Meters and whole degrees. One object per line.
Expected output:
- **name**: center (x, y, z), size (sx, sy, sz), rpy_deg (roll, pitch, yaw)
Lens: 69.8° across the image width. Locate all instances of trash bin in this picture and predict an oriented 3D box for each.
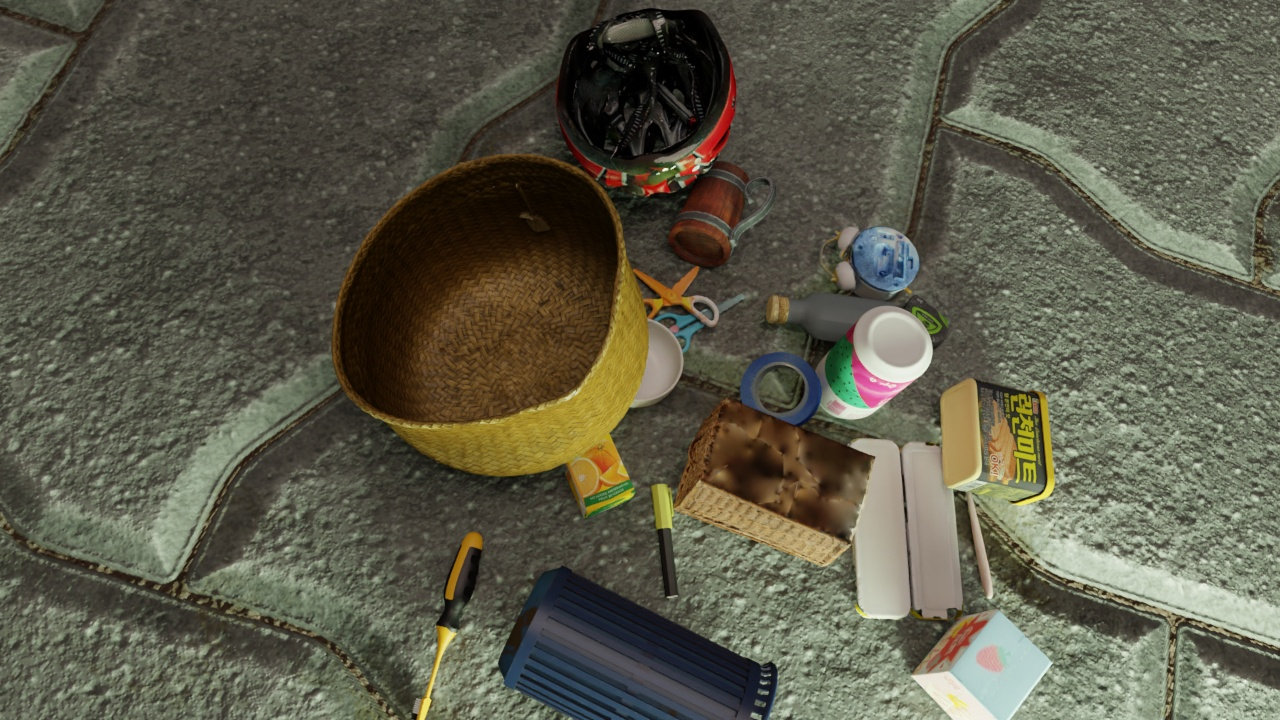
- **trash bin**: center (-0.007, 0.310, 0.908), size (0.249, 0.139, 0.139), rpy_deg (26, 68, 3)

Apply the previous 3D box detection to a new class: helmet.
- **helmet**: center (0.010, -0.308, 1.122), size (0.217, 0.167, 0.271), rpy_deg (-8, 58, 9)

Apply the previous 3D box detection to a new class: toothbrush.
- **toothbrush**: center (-0.199, 0.274, 0.950), size (0.031, 0.031, 0.196), rpy_deg (5, 69, 27)
- **toothbrush**: center (0.396, 0.188, 1.081), size (0.018, 0.016, 0.181), rpy_deg (2, 68, -14)

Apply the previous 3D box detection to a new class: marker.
- **marker**: center (0.029, 0.199, 1.019), size (0.021, 0.017, 0.123), rpy_deg (-3, 71, -10)

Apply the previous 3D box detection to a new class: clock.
- **clock**: center (0.288, -0.124, 1.163), size (0.125, 0.052, 0.088), rpy_deg (13, 69, -4)

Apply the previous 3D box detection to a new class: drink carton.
- **drink carton**: center (-0.059, 0.107, 1.028), size (0.058, 0.041, 0.122), rpy_deg (-21, 73, -16)

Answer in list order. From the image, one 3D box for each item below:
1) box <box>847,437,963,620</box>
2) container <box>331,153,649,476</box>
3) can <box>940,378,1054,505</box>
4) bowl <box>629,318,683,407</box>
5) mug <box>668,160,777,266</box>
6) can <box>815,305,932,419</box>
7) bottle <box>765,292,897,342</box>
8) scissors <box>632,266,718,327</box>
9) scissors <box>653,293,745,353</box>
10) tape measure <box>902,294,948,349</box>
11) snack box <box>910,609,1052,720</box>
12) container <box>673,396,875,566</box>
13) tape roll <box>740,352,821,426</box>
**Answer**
- **box**: center (0.304, 0.193, 1.062), size (0.127, 0.023, 0.209), rpy_deg (5, 70, -9)
- **container**: center (-0.139, -0.037, 0.959), size (0.307, 0.197, 0.306), rpy_deg (-4, 67, 10)
- **can**: center (0.415, 0.094, 1.077), size (0.101, 0.073, 0.130), rpy_deg (12, 65, -15)
- **bowl**: center (-0.006, 0.006, 1.067), size (0.105, 0.054, 0.104), rpy_deg (3, 70, -9)
- **mug**: center (0.105, -0.183, 1.132), size (0.118, 0.081, 0.110), rpy_deg (4, 59, 32)
- **can**: center (0.259, 0.007, 1.046), size (0.088, 0.166, 0.088), rpy_deg (3, 69, -8)
- **bottle**: center (0.236, -0.052, 1.122), size (0.161, 0.046, 0.072), rpy_deg (8, 33, -6)
- **scissors**: center (0.039, -0.074, 1.121), size (0.128, 0.011, 0.125), rpy_deg (34, 63, 12)
- **scissors**: center (0.073, -0.051, 1.123), size (0.136, 0.015, 0.056), rpy_deg (-29, 74, -13)
- **tape measure**: center (0.350, -0.041, 1.151), size (0.065, 0.036, 0.058), rpy_deg (41, 60, 11)
- **snack box**: center (0.361, 0.329, 0.979), size (0.092, 0.095, 0.079), rpy_deg (-41, 80, -20)
- **container**: center (0.147, 0.134, 1.011), size (0.198, 0.113, 0.113), rpy_deg (21, 68, 1)
- **tape roll**: center (0.164, 0.036, 1.077), size (0.093, 0.016, 0.091), rpy_deg (-15, 71, 19)
